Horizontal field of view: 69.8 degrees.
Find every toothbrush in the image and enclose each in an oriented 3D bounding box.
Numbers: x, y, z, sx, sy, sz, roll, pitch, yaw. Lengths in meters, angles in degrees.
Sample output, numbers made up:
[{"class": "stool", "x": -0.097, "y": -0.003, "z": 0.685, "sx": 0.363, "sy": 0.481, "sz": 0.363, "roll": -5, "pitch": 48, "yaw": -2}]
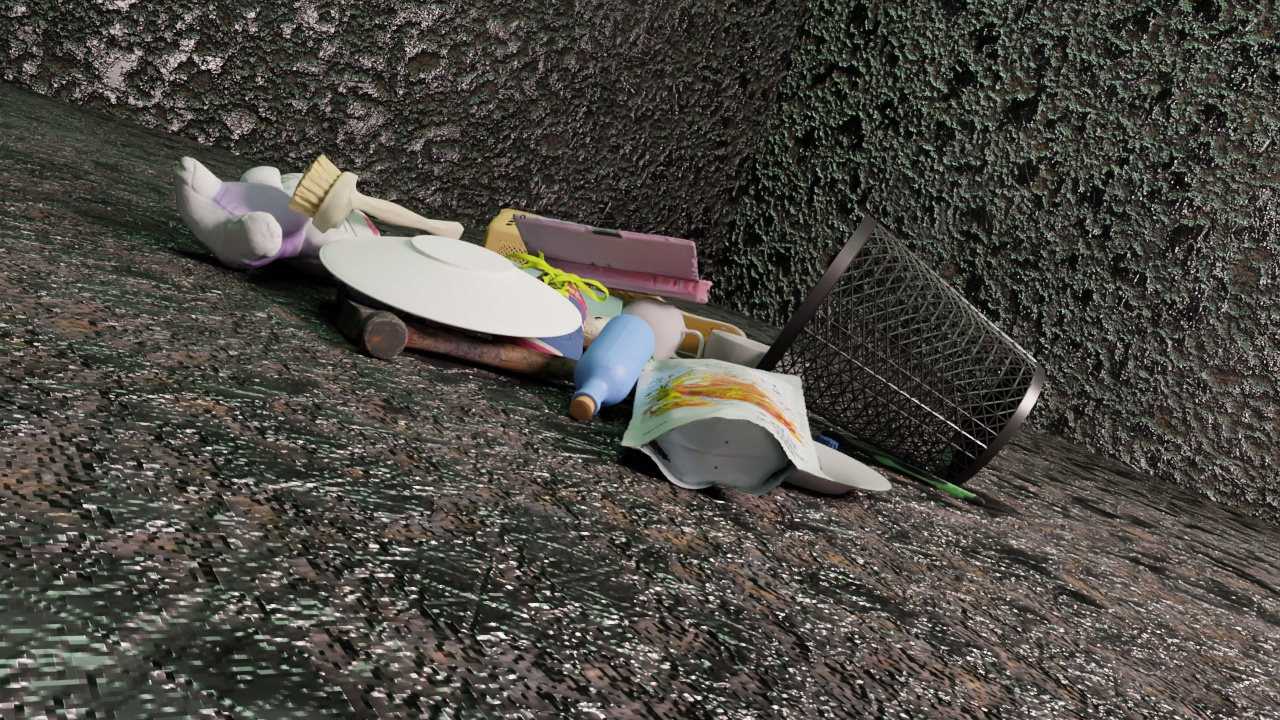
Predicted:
[{"class": "toothbrush", "x": 0.275, "y": 0.112, "z": 0.974, "sx": 0.188, "sy": 0.014, "sz": 0.017, "roll": 24, "pitch": 1, "yaw": 35}, {"class": "toothbrush", "x": 0.130, "y": 0.060, "z": 0.974, "sx": 0.190, "sy": 0.017, "sz": 0.016, "roll": 25, "pitch": 9, "yaw": 41}]

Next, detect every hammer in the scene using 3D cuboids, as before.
[{"class": "hammer", "x": -0.092, "y": 0.001, "z": 0.787, "sx": 0.329, "sy": 0.033, "sz": 0.120, "roll": 15, "pitch": 7, "yaw": -34}]

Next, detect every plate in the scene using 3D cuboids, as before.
[{"class": "plate", "x": -0.157, "y": -0.079, "z": 0.796, "sx": 0.229, "sy": 0.030, "sz": 0.229, "roll": 17, "pitch": 17, "yaw": -5}, {"class": "plate", "x": 0.125, "y": 0.083, "z": 0.778, "sx": 0.173, "sy": 0.019, "sz": 0.172, "roll": 19, "pitch": 7, "yaw": -3}]

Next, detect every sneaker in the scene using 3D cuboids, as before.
[{"class": "sneaker", "x": 0.033, "y": -0.036, "z": 1.282, "sx": 0.235, "sy": 0.087, "sz": 0.079, "roll": 21, "pitch": -20, "yaw": 6}, {"class": "sneaker", "x": -0.099, "y": -0.055, "z": 0.937, "sx": 0.116, "sy": 0.091, "sz": 0.241, "roll": 21, "pitch": 8, "yaw": -3}]

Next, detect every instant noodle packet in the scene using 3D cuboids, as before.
[{"class": "instant noodle packet", "x": 0.064, "y": 0.033, "z": 0.718, "sx": 0.147, "sy": 0.057, "sz": 0.268, "roll": 8, "pitch": 14, "yaw": 3}]

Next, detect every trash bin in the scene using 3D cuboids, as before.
[{"class": "trash bin", "x": 0.282, "y": 0.000, "z": 0.999, "sx": 0.243, "sy": 0.217, "sz": 0.216, "roll": 36, "pitch": 9, "yaw": 6}]

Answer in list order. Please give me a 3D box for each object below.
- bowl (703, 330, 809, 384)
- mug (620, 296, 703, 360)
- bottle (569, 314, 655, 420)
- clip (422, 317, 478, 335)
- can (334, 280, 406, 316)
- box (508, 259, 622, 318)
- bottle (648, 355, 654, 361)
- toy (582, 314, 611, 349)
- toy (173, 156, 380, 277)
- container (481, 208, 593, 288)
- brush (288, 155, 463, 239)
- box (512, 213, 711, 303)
[{"class": "bowl", "x": 0.142, "y": 0.013, "z": 1.166, "sx": 0.132, "sy": 0.064, "sz": 0.131, "roll": 19, "pitch": 7, "yaw": -3}, {"class": "mug", "x": 0.028, "y": -0.035, "z": 1.183, "sx": 0.124, "sy": 0.076, "sz": 0.090, "roll": 22, "pitch": 8, "yaw": 23}, {"class": "bottle", "x": -0.027, "y": 0.009, "z": 0.739, "sx": 0.048, "sy": 0.048, "sz": 0.130, "roll": 20, "pitch": 30, "yaw": 7}, {"class": "clip", "x": -0.185, "y": -0.040, "z": 0.889, "sx": 0.057, "sy": 0.022, "sz": 0.035, "roll": 22, "pitch": 3, "yaw": -27}, {"class": "can", "x": -0.243, "y": -0.074, "z": 0.857, "sx": 0.059, "sy": 0.054, "sz": 0.100, "roll": 17, "pitch": 7, "yaw": -10}, {"class": "box", "x": -0.123, "y": -0.056, "z": 1.157, "sx": 0.188, "sy": 0.079, "sz": 0.077, "roll": 17, "pitch": 48, "yaw": -14}, {"class": "bottle", "x": -0.005, "y": 0.005, "z": 0.926, "sx": 0.042, "sy": 0.043, "sz": 0.110, "roll": 19, "pitch": 6, "yaw": -6}, {"class": "toy", "x": -0.040, "y": -0.026, "z": 1.074, "sx": 0.087, "sy": 0.050, "sz": 0.112, "roll": 16, "pitch": 13, "yaw": -25}, {"class": "toy", "x": -0.338, "y": -0.127, "z": 0.876, "sx": 0.137, "sy": 0.085, "sz": 0.209, "roll": 34, "pitch": 12, "yaw": 8}, {"class": "container", "x": -0.138, "y": -0.141, "z": 1.349, "sx": 0.183, "sy": 0.129, "sz": 0.166, "roll": 20, "pitch": 16, "yaw": 5}, {"class": "brush", "x": -0.247, "y": -0.145, "z": 0.904, "sx": 0.077, "sy": 0.062, "sz": 0.272, "roll": 51, "pitch": 13, "yaw": 11}, {"class": "box", "x": -0.035, "y": -0.117, "z": 1.154, "sx": 0.233, "sy": 0.055, "sz": 0.180, "roll": 10, "pitch": -12, "yaw": 15}]
